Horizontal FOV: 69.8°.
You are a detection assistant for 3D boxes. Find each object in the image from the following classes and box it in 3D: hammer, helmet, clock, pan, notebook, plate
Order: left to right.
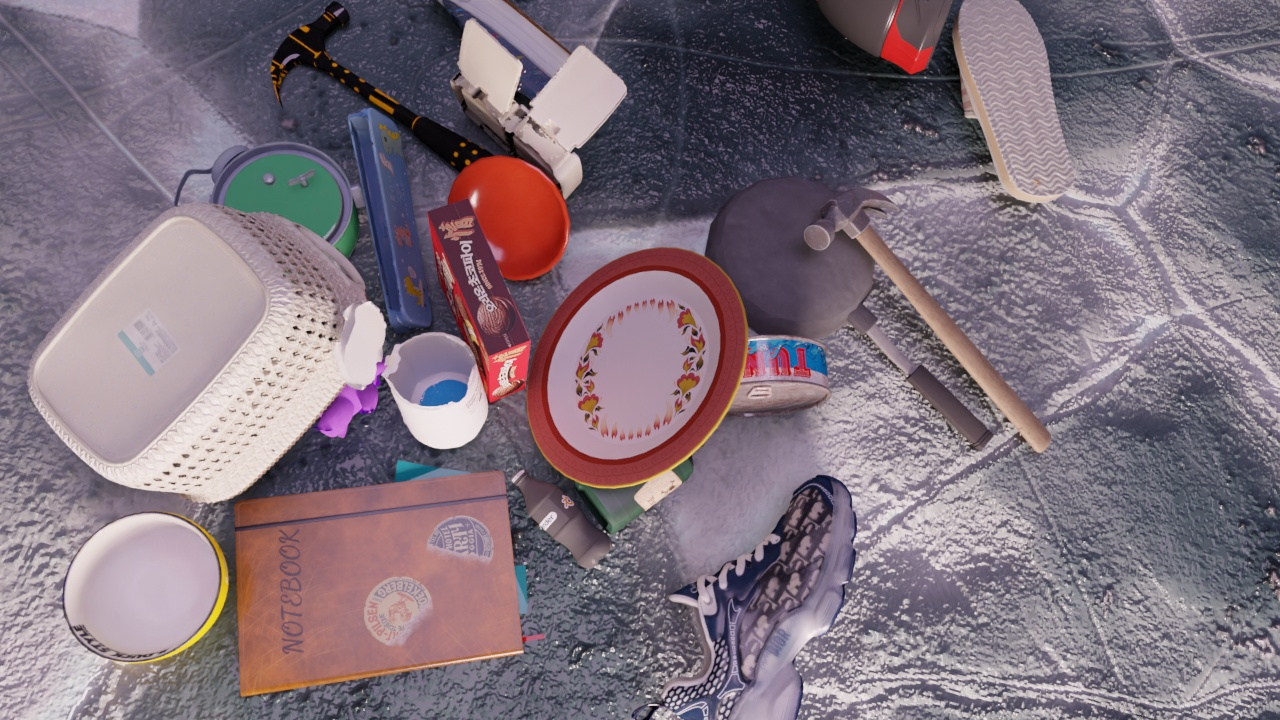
[{"bbox_3d":[-0.345,-0.140,0.846,0.161,0.075,0.121,13,73,-5],"label":"clock"},{"bbox_3d":[-0.221,0.181,0.804,0.249,0.014,0.178,-6,75,-10],"label":"notebook"},{"bbox_3d":[-0.225,-0.233,0.916,0.320,0.036,0.123,35,74,5],"label":"hammer"},{"bbox_3d":[-0.005,0.005,0.820,0.230,0.021,0.229,-16,59,28],"label":"plate"},{"bbox_3d":[0.219,-0.046,0.922,0.178,0.041,0.357,-43,84,-17],"label":"pan"},{"bbox_3d":[0.266,-0.448,0.982,0.170,0.164,0.264,20,82,10],"label":"helmet"},{"bbox_3d":[0.300,-0.039,0.911,0.331,0.031,0.119,47,52,-2],"label":"hammer"}]

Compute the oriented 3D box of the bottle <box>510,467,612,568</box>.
[{"bbox_3d":[-0.074,0.140,0.826,0.110,0.036,0.036,44,72,5],"label":"bottle"}]

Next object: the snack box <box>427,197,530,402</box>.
[{"bbox_3d":[-0.142,-0.047,0.809,0.035,0.152,0.132,-22,78,-14],"label":"snack box"}]

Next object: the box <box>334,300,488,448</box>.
[{"bbox_3d":[-0.191,0.015,0.782,0.112,0.163,0.084,17,65,3],"label":"box"}]

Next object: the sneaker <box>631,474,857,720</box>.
[{"bbox_3d":[0.095,0.213,0.805,0.132,0.103,0.269,23,75,5],"label":"sneaker"}]

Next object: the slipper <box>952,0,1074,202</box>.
[{"bbox_3d":[0.409,-0.288,1.017,0.115,0.052,0.262,-3,70,-12],"label":"slipper"}]

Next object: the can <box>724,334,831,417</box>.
[{"bbox_3d":[0.107,0.017,0.840,0.130,0.130,0.044,0,74,-9],"label":"can"}]

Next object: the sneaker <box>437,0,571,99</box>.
[{"bbox_3d":[-0.136,-0.317,0.940,0.235,0.087,0.079,40,106,7],"label":"sneaker"}]

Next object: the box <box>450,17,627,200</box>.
[{"bbox_3d":[-0.097,-0.240,0.858,0.145,0.186,0.095,43,65,-2],"label":"box"}]

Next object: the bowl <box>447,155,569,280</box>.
[{"bbox_3d":[-0.121,-0.139,0.874,0.122,0.122,0.035,28,32,0],"label":"bowl"}]

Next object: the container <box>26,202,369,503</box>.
[{"bbox_3d":[-0.351,-0.009,0.737,0.184,0.143,0.246,42,90,8],"label":"container"}]

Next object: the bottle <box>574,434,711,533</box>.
[{"bbox_3d":[0.009,0.096,0.838,0.131,0.061,0.061,-34,80,-16],"label":"bottle"}]

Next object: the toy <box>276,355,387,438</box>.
[{"bbox_3d":[-0.266,0.025,0.821,0.106,0.056,0.088,18,74,33],"label":"toy"}]

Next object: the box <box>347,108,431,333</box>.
[{"bbox_3d":[-0.228,-0.131,0.853,0.049,0.066,0.209,-13,84,-7],"label":"box"}]

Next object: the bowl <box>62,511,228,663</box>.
[{"bbox_3d":[-0.394,0.185,0.748,0.117,0.068,0.117,2,73,-8],"label":"bowl"}]
